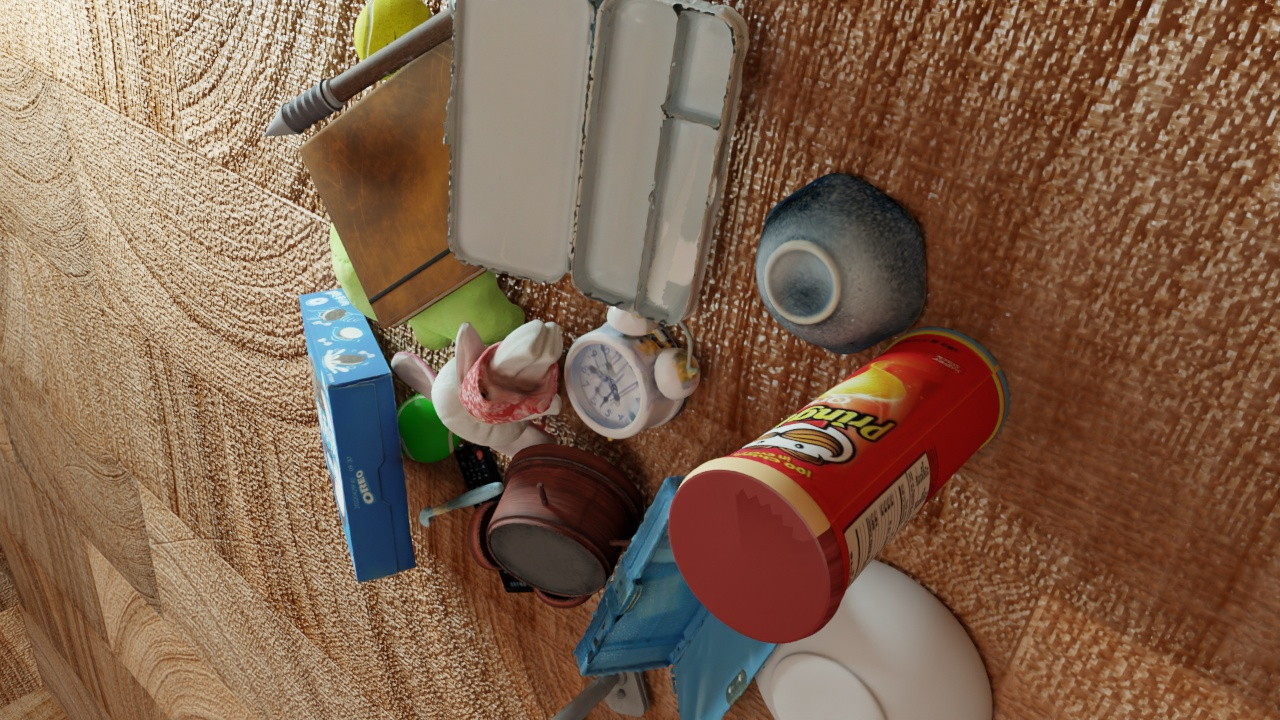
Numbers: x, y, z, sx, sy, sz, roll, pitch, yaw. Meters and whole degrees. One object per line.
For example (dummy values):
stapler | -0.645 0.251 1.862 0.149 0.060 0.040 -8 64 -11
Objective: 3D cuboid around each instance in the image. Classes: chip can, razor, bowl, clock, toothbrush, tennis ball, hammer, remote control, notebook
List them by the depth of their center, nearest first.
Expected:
chip can | 0.112 0.052 0.472 0.087 0.212 0.087 19 120 35
bowl | 0.108 -0.051 0.542 0.110 0.055 0.110 18 119 35
bowl | 0.142 0.224 0.627 0.177 0.066 0.177 19 120 35
hammer | -0.152 -0.222 0.637 0.323 0.043 0.156 -20 95 26
notebook | -0.123 -0.143 0.664 0.250 0.014 0.178 -28 84 21
clock | -0.004 0.004 0.671 0.089 0.051 0.126 52 131 12
tennis ball | -0.187 -0.248 0.709 0.065 0.065 0.065 19 120 35
clock | -0.070 0.139 0.742 0.120 0.072 0.158 33 137 -12
razor | -0.046 0.293 0.792 0.047 0.116 0.088 -6 105 38
tennis ball | -0.199 0.063 0.861 0.065 0.065 0.065 19 120 35
remote control | -0.134 0.149 0.874 0.047 0.022 0.150 -14 97 45
toothbrush | -0.173 0.137 0.878 0.155 0.016 0.022 -26 56 47

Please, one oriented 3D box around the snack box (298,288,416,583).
snack box | -0.268 0.060 0.862 0.239 0.056 0.196 -137 42 -57

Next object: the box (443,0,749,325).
box | -0.036 -0.133 0.585 0.191 0.045 0.210 15 122 13

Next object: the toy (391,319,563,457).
toy | -0.115 0.022 0.712 0.159 0.084 0.195 32 151 -10

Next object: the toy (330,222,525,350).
toy | -0.193 -0.084 0.768 0.197 0.107 0.150 13 117 27

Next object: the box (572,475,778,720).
box | 0.033 0.196 0.667 0.111 0.094 0.232 -110 33 -43

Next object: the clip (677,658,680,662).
clip | 0.052 0.261 0.763 0.051 0.014 0.043 37 127 28
